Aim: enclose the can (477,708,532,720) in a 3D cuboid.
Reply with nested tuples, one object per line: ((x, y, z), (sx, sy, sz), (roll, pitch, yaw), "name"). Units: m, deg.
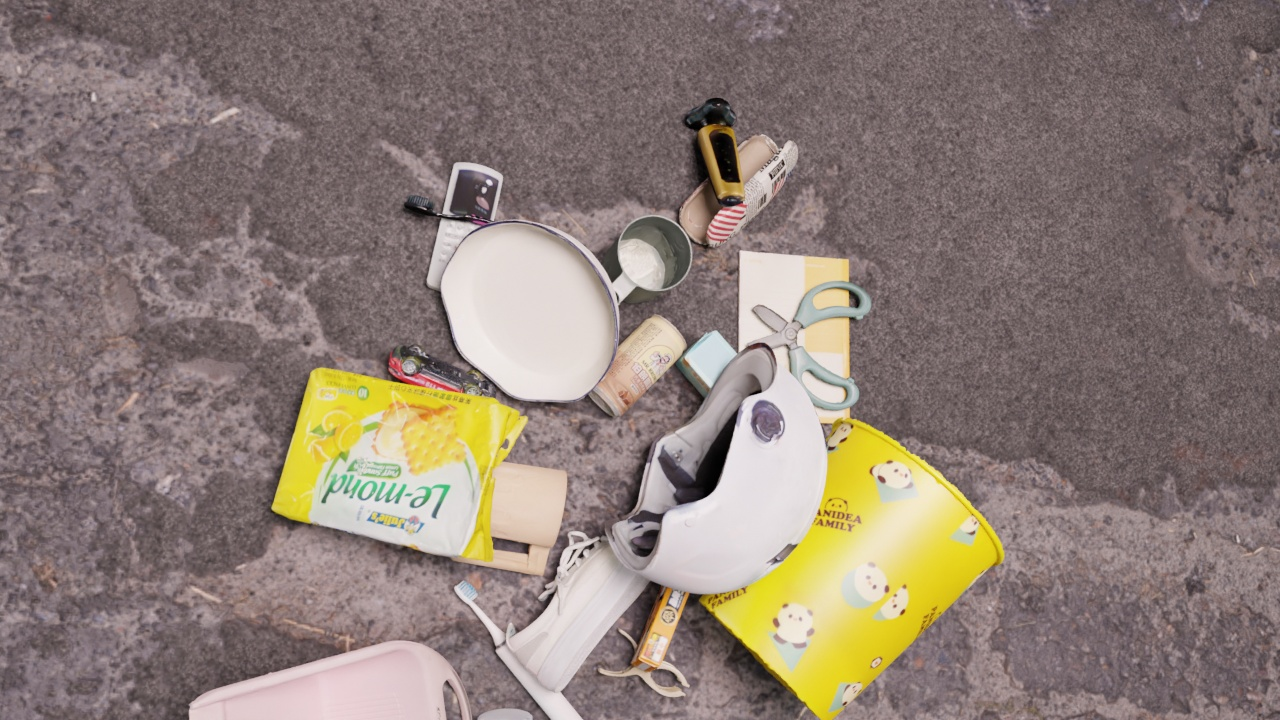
((-0.143, 0.445, 0.959), (0.058, 0.058, 0.146), (2, 84, -14), "can")

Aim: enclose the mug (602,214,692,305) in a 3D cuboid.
((-0.010, -0.096, 1.026), (0.083, 0.103, 0.123), (45, 77, -6), "mug")

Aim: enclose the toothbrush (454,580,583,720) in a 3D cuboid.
((-0.129, 0.327, 0.991), (0.026, 0.026, 0.221), (-37, 94, 7), "toothbrush")

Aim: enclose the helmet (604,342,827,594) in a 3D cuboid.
((0.097, 0.123, 0.909), (0.146, 0.230, 0.258), (38, 62, -8), "helmet")

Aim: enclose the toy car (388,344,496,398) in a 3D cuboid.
((-0.215, 0.024, 0.987), (0.120, 0.053, 0.045), (28, 103, -14), "toy car")

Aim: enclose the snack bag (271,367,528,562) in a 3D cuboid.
((-0.243, 0.102, 0.924), (0.247, 0.068, 0.158), (10, 79, 16), "snack bag")

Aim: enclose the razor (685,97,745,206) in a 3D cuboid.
((0.093, -0.240, 1.056), (0.062, 0.068, 0.167), (0, 50, -9), "razor")

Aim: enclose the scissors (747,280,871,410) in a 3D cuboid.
((0.220, -0.034, 1.108), (0.170, 0.019, 0.181), (41, 78, -5), "scissors")

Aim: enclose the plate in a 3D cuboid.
((-0.111, -0.054, 0.968), (0.205, 0.205, 0.045), (48, 33, -5), "plate")

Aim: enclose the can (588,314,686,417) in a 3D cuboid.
((-0.006, 0.006, 1.038), (0.116, 0.058, 0.058), (-45, 96, -14), "can")

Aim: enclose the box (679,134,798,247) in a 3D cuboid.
((0.125, -0.199, 1.079), (0.162, 0.087, 0.076), (-46, 111, -16), "box")

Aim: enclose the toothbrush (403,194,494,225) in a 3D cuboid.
((-0.166, -0.153, 1.016), (0.189, 0.014, 0.017), (12, 70, -13), "toothbrush")

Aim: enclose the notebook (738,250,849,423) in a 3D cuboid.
((0.186, -0.027, 1.115), (0.145, 0.010, 0.206), (3, 84, -13), "notebook")

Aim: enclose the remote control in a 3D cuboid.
((-0.196, -0.147, 1.027), (0.058, 0.021, 0.150), (12, 82, -13), "remote control")

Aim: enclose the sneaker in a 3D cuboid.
((-0.050, 0.235, 0.996), (0.091, 0.090, 0.241), (34, 66, 18), "sneaker")

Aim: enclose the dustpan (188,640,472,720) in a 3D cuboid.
((-0.271, 0.380, 0.861), (0.139, 0.273, 0.222), (-9, 89, 10), "dustpan")

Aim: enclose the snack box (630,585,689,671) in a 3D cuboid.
((0.033, 0.259, 0.997), (0.026, 0.075, 0.153), (24, 67, 2), "snack box")

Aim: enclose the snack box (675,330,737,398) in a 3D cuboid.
((0.117, 0.048, 1.047), (0.051, 0.074, 0.175), (-41, 89, -8), "snack box")

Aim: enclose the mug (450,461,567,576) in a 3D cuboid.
((-0.143, 0.169, 0.985), (0.103, 0.084, 0.125), (12, 108, -11), "mug")

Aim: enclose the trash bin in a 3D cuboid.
((0.215, 0.230, 0.994), (0.255, 0.230, 0.229), (-45, 96, -9), "trash bin")

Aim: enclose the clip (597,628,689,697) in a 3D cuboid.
((0.009, 0.339, 1.023), (0.099, 0.034, 0.066), (30, 79, -1), "clip")
